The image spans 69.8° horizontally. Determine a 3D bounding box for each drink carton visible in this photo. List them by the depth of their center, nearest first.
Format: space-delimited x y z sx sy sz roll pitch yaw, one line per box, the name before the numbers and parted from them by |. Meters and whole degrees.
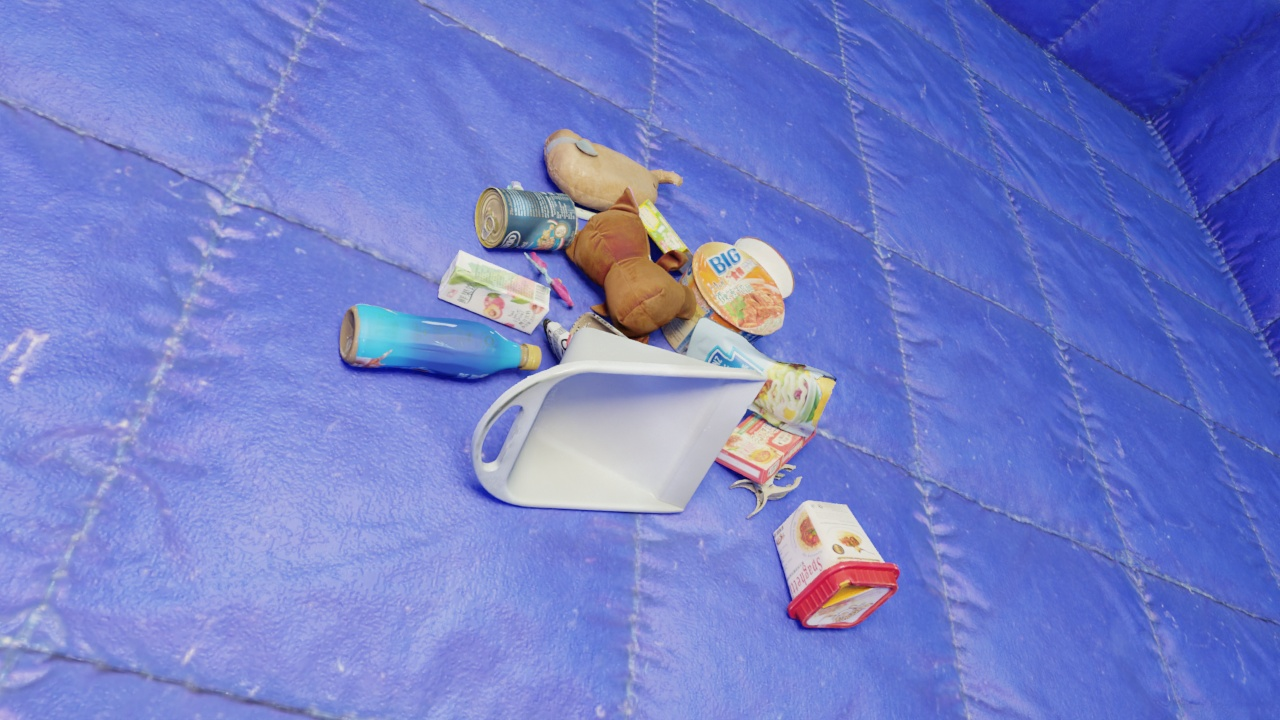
drink carton | -0.172 -0.081 1.089 0.122 0.054 0.045 22 44 -23

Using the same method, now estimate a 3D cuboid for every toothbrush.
toothbrush | -0.096 -0.211 1.275 0.189 0.029 0.020 15 92 -30

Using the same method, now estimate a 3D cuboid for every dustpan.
dustpan | -0.034 0.085 0.951 0.257 0.223 0.142 24 33 -6

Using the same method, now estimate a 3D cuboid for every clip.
clip | 0.162 0.164 1.170 0.100 0.035 0.071 -15 69 -38

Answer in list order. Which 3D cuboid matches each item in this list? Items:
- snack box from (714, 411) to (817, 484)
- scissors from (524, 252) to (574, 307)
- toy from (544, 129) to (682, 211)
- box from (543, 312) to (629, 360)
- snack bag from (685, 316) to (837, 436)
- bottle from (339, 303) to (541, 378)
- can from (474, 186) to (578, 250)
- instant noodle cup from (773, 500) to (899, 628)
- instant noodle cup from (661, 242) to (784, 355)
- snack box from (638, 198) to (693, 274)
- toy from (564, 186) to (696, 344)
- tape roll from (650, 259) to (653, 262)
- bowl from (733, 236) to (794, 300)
snack box | 0.166 0.103 1.200 0.075 0.025 0.152 25 35 27
scissors | -0.120 -0.111 1.133 0.113 0.017 0.134 54 3 25
toy | -0.034 -0.260 1.314 0.225 0.083 0.143 13 45 -31
box | -0.045 -0.009 1.075 0.087 0.076 0.163 -31 39 -22
snack bag | 0.146 0.025 1.174 0.191 0.111 0.038 22 41 9
bottle | -0.210 -0.014 0.998 0.218 0.065 0.065 8 53 -33
can | -0.144 -0.179 1.170 0.111 0.076 0.075 -3 60 -40
instant noodle cup | 0.228 0.243 1.108 0.116 0.117 0.124 11 40 -31
instant noodle cup | 0.104 -0.068 1.247 0.151 0.112 0.151 20 48 -24
snack box | 0.036 -0.170 1.280 0.087 0.034 0.140 53 8 8
toy | -0.014 -0.116 1.181 0.199 0.140 0.130 57 6 20
tape roll | -0.014 -0.127 1.275 0.085 0.014 0.085 20 48 -24
bowl | 0.169 -0.123 1.377 0.113 0.062 0.113 19 48 -23
